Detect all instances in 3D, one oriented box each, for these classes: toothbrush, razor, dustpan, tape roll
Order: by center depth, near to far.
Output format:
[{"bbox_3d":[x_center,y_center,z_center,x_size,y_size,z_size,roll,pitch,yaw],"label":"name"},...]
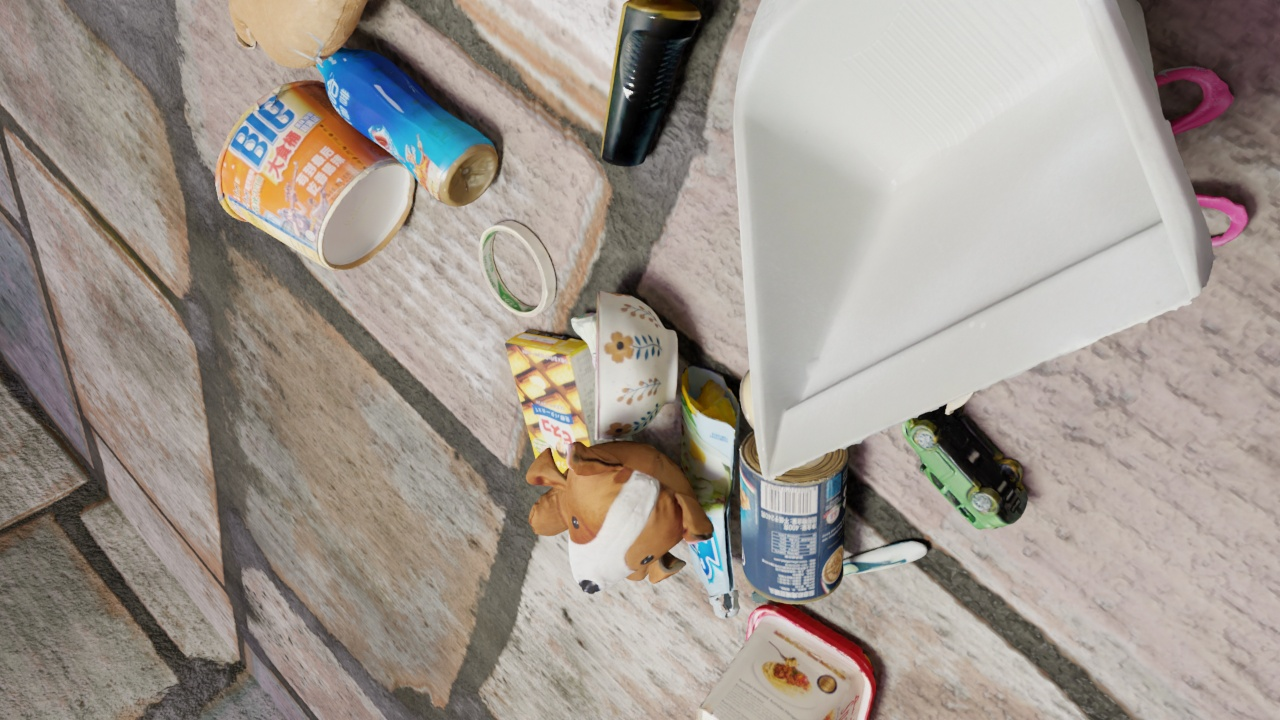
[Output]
[{"bbox_3d":[0.108,-0.114,0.418,0.142,0.257,0.223,37,143,-14],"label":"dustpan"},{"bbox_3d":[0.002,-0.193,0.588,0.168,0.062,0.067,109,149,-50],"label":"razor"},{"bbox_3d":[0.145,0.164,0.703,0.016,0.018,0.192,55,141,0],"label":"toothbrush"},{"bbox_3d":[-0.019,0.047,0.793,0.029,0.020,0.190,-11,112,15],"label":"toothbrush"},{"bbox_3d":[-0.108,-0.079,0.802,0.086,0.013,0.086,26,132,32],"label":"tape roll"}]

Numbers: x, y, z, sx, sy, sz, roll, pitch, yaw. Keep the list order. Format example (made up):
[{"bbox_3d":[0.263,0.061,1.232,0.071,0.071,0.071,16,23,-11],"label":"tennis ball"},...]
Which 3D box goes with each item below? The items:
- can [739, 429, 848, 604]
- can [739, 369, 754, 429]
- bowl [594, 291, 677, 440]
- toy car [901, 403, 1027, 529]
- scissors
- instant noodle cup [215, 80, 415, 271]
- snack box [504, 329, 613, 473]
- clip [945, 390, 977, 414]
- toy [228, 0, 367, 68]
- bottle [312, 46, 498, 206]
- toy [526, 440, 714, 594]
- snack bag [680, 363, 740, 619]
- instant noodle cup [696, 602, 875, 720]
[{"bbox_3d":[0.109,0.107,0.656,0.075,0.075,0.111,20,128,36],"label":"can"},{"bbox_3d":[0.122,0.014,0.592,0.117,0.058,0.058,-25,96,51],"label":"can"},{"bbox_3d":[-0.004,0.004,0.697,0.062,0.113,0.114,0,125,-2],"label":"bowl"},{"bbox_3d":[0.196,0.062,0.561,0.091,0.043,0.036,52,141,6],"label":"toy car"},{"bbox_3d":[0.230,-0.084,0.451,0.113,0.017,0.135,53,145,-3],"label":"scissors"},{"bbox_3d":[-0.286,-0.160,0.834,0.111,0.151,0.152,37,138,11],"label":"instant noodle cup"},{"bbox_3d":[-0.070,0.045,0.833,0.087,0.033,0.140,12,126,41],"label":"snack box"},{"bbox_3d":[0.191,-0.017,0.524,0.072,0.034,0.100,30,126,30],"label":"clip"},{"bbox_3d":[-0.286,-0.307,0.750,0.227,0.082,0.143,-28,73,38],"label":"toy"},{"bbox_3d":[-0.213,-0.215,0.778,0.218,0.065,0.065,41,139,19],"label":"bottle"},{"bbox_3d":[-0.021,0.117,0.705,0.140,0.130,0.200,26,158,-8],"label":"toy"},{"bbox_3d":[0.054,0.106,0.717,0.110,0.038,0.191,-130,33,-55],"label":"snack bag"},{"bbox_3d":[0.110,0.281,0.734,0.117,0.123,0.116,26,132,32],"label":"instant noodle cup"}]
